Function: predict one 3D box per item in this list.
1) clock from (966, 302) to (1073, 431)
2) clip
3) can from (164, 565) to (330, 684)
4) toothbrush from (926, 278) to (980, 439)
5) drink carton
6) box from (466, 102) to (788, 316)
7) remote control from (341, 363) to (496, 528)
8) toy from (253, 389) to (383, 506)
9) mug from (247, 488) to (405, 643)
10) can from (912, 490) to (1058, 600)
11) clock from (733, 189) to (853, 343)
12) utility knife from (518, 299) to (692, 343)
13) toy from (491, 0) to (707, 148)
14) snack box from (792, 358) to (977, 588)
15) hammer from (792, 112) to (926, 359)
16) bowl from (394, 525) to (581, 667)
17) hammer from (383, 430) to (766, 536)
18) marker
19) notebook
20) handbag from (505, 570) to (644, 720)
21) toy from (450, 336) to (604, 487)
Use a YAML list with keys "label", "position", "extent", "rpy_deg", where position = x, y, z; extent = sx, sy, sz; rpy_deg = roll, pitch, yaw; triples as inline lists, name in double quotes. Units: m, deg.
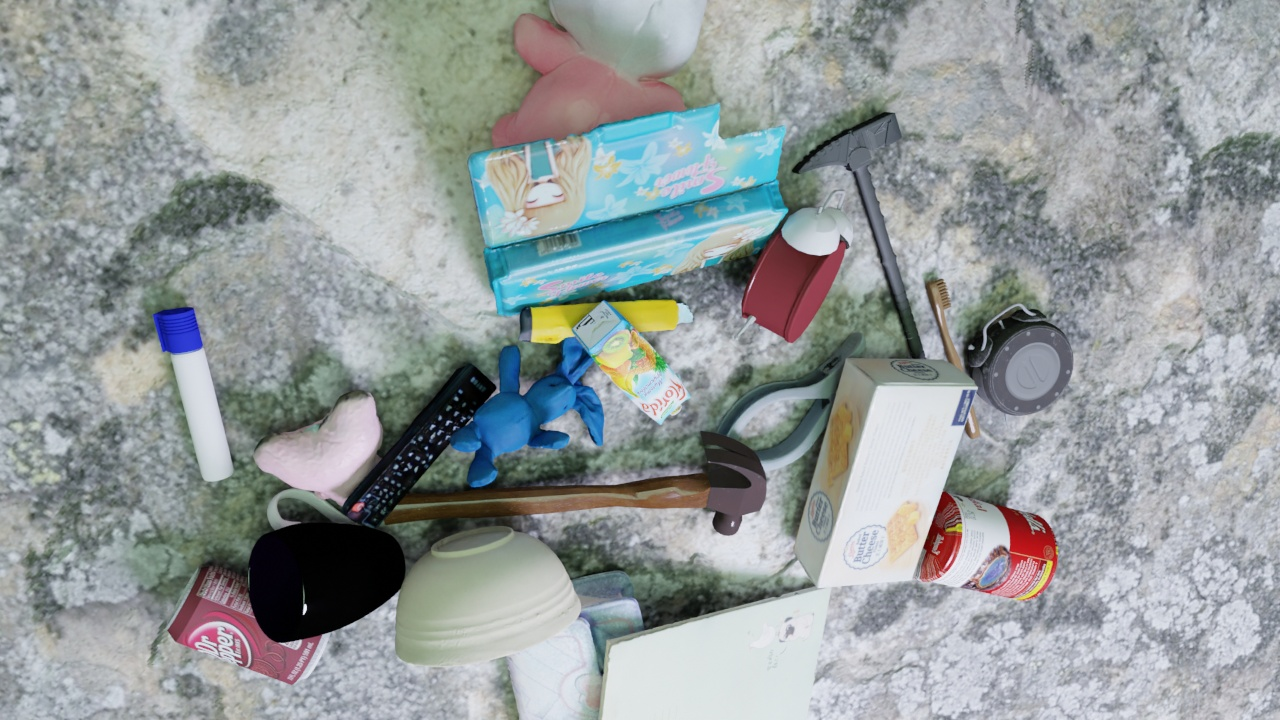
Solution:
- label: "clock"
  position: [0.347, 0.000, 0.848]
  extent: [0.091, 0.044, 0.123]
  rpy_deg: [-35, 111, 0]
- label: "clip"
  position: [0.150, 0.057, 0.827]
  extent: [0.163, 0.028, 0.107]
  rpy_deg: [-32, 113, -2]
- label: "can"
  position: [-0.312, 0.212, 0.737]
  extent: [0.114, 0.063, 0.063]
  rpy_deg: [30, 97, -20]
- label: "toothbrush"
  position: [0.292, 0.001, 0.849]
  extent: [0.016, 0.016, 0.167]
  rpy_deg: [-22, 110, -1]
- label: "drink carton"
  position: [-0.004, 0.004, 0.743]
  extent: [0.044, 0.038, 0.129]
  rpy_deg: [-42, 136, 0]
- label: "box"
  position: [-0.003, -0.104, 0.669]
  extent: [0.226, 0.185, 0.056]
  rpy_deg: [-15, 68, -9]
- label: "remote control"
  position: [-0.177, 0.066, 0.729]
  extent: [0.150, 0.022, 0.047]
  rpy_deg: [-50, 153, -9]
- label: "toy"
  position: [-0.238, 0.078, 0.721]
  extent: [0.099, 0.052, 0.096]
  rpy_deg: [-30, 129, -8]
- label: "mug"
  position: [-0.249, 0.155, 0.729]
  extent: [0.085, 0.118, 0.100]
  rpy_deg: [-39, 157, 33]
- label: "can"
  position: [0.319, 0.176, 0.872]
  extent: [0.116, 0.086, 0.087]
  rpy_deg: [15, 102, -18]
- label: "clock"
  position: [0.128, -0.075, 0.740]
  extent: [0.048, 0.096, 0.138]
  rpy_deg: [30, 110, 17]
- label: "utility knife"
  position: [-0.024, -0.032, 0.741]
  extent: [0.162, 0.017, 0.030]
  rpy_deg: [-4, 105, -28]
- label: "toy"
  position: [-0.018, -0.226, 0.666]
  extent: [0.142, 0.084, 0.213]
  rpy_deg: [20, 104, -19]
- label: "snack box"
  position: [0.213, 0.101, 0.818]
  extent: [0.104, 0.057, 0.208]
  rpy_deg: [1, 115, -20]
- label: "hammer"
  position: [0.227, -0.050, 0.819]
  extent: [0.095, 0.015, 0.325]
  rpy_deg: [-26, 112, -6]
- label: "bowl"
  position: [-0.128, 0.179, 0.736]
  extent: [0.150, 0.151, 0.075]
  rpy_deg: [-11, 95, -11]
- label: "hammer"
  position: [-0.051, 0.115, 0.778]
  extent: [0.323, 0.033, 0.115]
  rpy_deg: [-2, 135, -8]
- label: "marker"
  position: [-0.337, 0.027, 0.696]
  extent: [0.027, 0.023, 0.133]
  rpy_deg: [-2, 108, 9]
- label: "notebook"
  position: [0.070, 0.312, 0.852]
  extent: [0.252, 0.010, 0.182]
  rpy_deg: [-4, 109, -32]
- label: "handbag"
  position: [-0.054, 0.279, 0.823]
  extent: [0.126, 0.069, 0.159]
  rpy_deg: [-12, 112, -9]
- label: "toy"
  position: [-0.082, 0.044, 0.730]
  extent: [0.175, 0.071, 0.113]
  rpy_deg: [-37, 108, -38]
